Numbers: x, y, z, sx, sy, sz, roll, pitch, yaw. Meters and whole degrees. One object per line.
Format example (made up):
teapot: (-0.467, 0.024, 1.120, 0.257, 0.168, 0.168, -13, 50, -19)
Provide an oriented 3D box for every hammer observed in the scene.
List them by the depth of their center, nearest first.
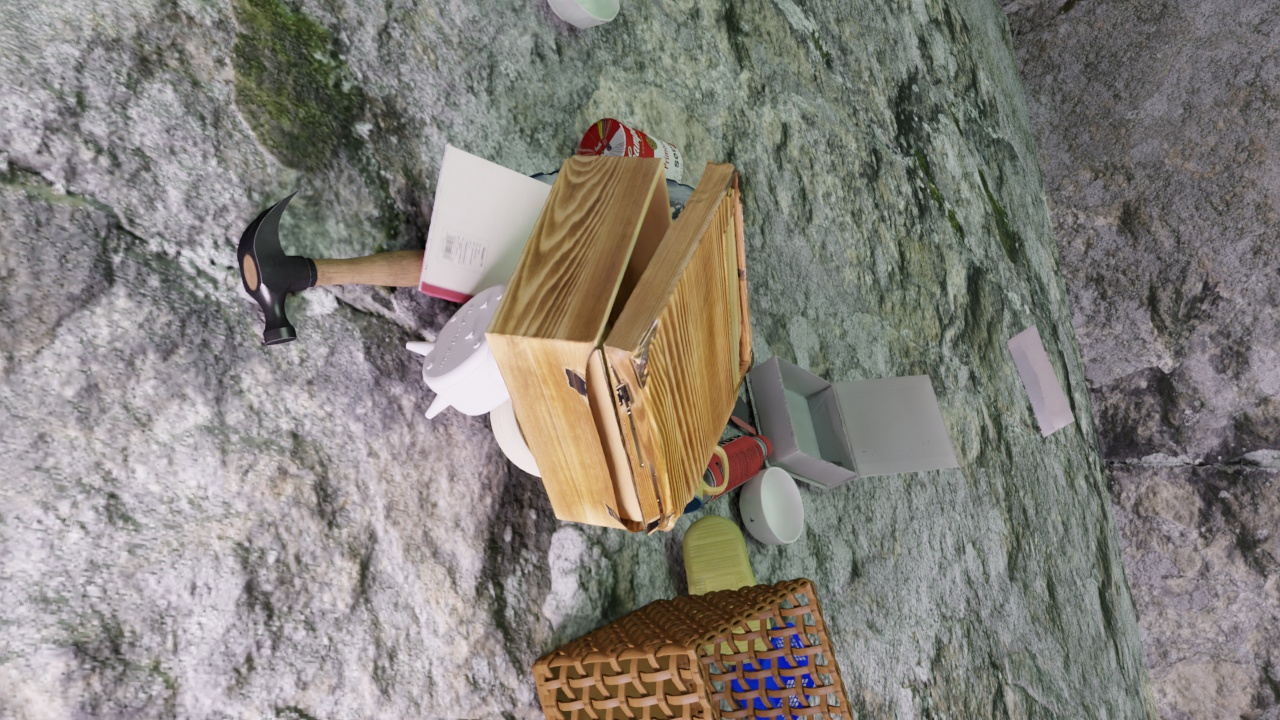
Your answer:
hammer: (-0.247, -0.096, 0.914, 0.304, 0.040, 0.132, -11, 86, -52)

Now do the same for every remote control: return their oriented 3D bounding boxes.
remote control: (0.117, 0.044, 1.299, 0.124, 0.009, 0.046, 49, 43, -24)

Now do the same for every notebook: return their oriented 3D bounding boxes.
notebook: (-0.135, -0.125, 0.984, 0.208, 0.012, 0.153, 14, 86, -44)

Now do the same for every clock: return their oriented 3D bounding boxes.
clock: (-0.153, -0.016, 0.885, 0.073, 0.161, 0.125, 44, 45, -29)

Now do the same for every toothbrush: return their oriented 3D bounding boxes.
toothbrush: (0.187, 0.119, 1.338, 0.184, 0.016, 0.015, 34, 50, -39)

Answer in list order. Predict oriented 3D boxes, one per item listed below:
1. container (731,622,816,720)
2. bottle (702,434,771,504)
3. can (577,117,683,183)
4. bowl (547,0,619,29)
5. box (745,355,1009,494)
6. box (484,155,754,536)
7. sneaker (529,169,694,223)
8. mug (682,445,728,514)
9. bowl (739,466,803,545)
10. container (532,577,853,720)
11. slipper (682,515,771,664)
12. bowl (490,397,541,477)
container: (0.167, 0.398, 1.163, 0.114, 0.058, 0.096, -42, 107, -49)
bottle: (0.119, 0.137, 1.219, 0.176, 0.062, 0.062, -18, 88, -52)
can: (-0.012, -0.263, 1.220, 0.116, 0.087, 0.086, 10, 67, -47)
bowl: (-0.089, -0.505, 1.256, 0.117, 0.061, 0.117, 23, 57, -42)
box: (0.377, 0.110, 1.427, 0.477, 0.119, 0.166, 7, 57, -25)
box: (-0.007, -0.005, 0.842, 0.280, 0.168, 0.244, 80, 25, -49)
sneaker: (-0.036, -0.155, 1.126, 0.268, 0.103, 0.132, -4, 90, -34)
mug: (0.050, 0.125, 1.110, 0.113, 0.083, 0.107, 4, 59, -3)
bowl: (0.175, 0.203, 1.263, 0.104, 0.054, 0.104, 27, 53, -42)
container: (0.066, 0.381, 0.926, 0.219, 0.215, 0.251, -9, 81, -51)
slipper: (0.099, 0.278, 1.132, 0.081, 0.091, 0.190, -119, -166, -83)
bowl: (-0.104, 0.060, 0.978, 0.150, 0.076, 0.150, 24, 56, -41)
